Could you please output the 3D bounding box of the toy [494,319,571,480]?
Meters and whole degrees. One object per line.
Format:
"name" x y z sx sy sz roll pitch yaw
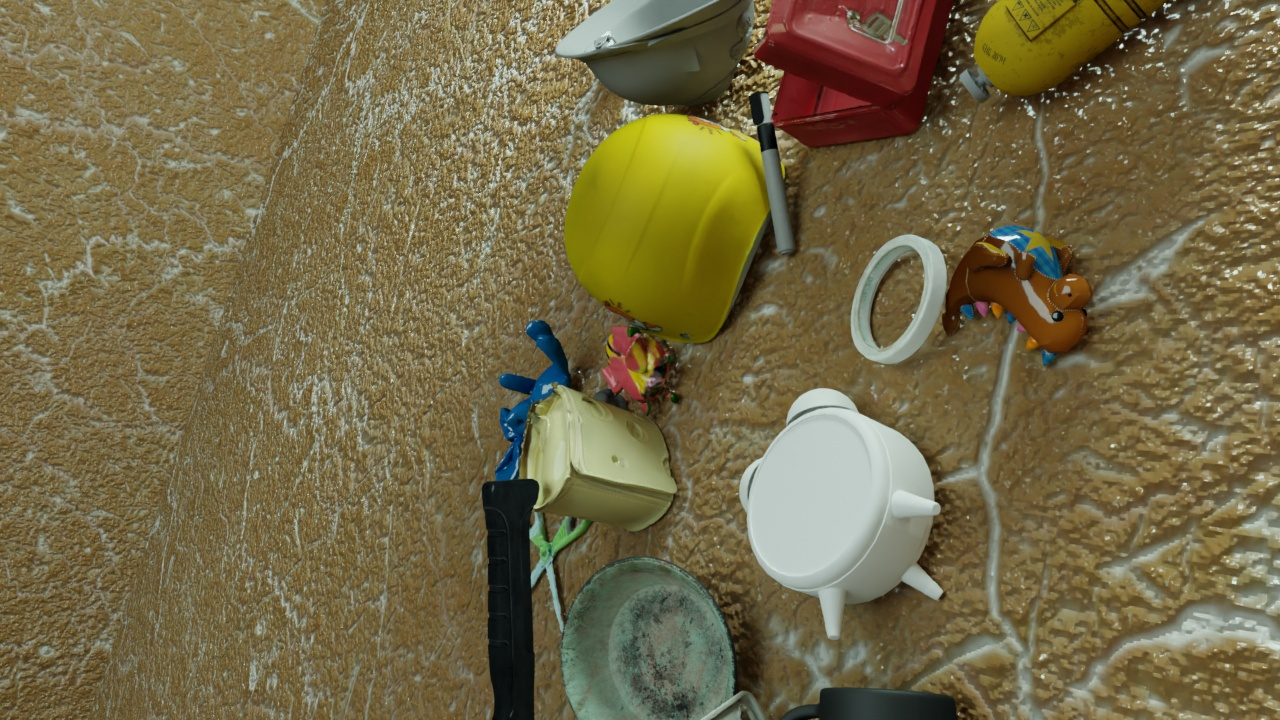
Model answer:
"toy" -0.115 0.042 0.975 0.112 0.071 0.176 48 122 53

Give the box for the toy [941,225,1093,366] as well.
"toy" 0.237 -0.033 0.587 0.090 0.070 0.103 64 147 30

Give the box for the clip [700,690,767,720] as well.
"clip" 0.072 0.292 0.575 0.073 0.124 0.142 -43 68 36

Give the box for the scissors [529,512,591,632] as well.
"scissors" -0.094 0.193 0.921 0.171 0.022 0.174 -57 43 12

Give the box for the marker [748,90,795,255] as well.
"marker" 0.113 -0.160 0.782 0.016 0.016 0.140 -15 83 48

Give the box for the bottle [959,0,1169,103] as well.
"bottle" 0.283 -0.232 0.592 0.164 0.071 0.071 -39 46 35

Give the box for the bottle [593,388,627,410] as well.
"bottle" -0.056 0.073 0.907 0.110 0.036 0.036 -48 41 27

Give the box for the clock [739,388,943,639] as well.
"clock" 0.138 0.100 0.628 0.125 0.072 0.161 -57 31 16

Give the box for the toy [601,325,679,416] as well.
"toy" -0.005 0.005 0.862 0.103 0.046 0.084 20 130 57

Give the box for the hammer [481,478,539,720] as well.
"hammer" -0.101 0.262 0.728 0.025 0.117 0.333 -7 84 47

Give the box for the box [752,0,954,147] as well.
"box" 0.163 -0.265 0.731 0.168 0.154 0.157 144 144 -80

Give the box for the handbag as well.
"handbag" -0.041 0.085 0.812 0.081 0.119 0.111 -38 46 38

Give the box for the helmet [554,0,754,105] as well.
"helmet" 0.042 -0.309 0.912 0.272 0.118 0.183 7 48 48

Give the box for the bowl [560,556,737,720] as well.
"bowl" 0.012 0.231 0.710 0.158 0.038 0.157 -6 79 32

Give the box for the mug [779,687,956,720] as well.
"mug" 0.130 0.242 0.543 0.114 0.078 0.087 -12 63 35

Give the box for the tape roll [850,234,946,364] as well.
"tape roll" 0.182 -0.044 0.655 0.093 0.013 0.093 -166 91 -71

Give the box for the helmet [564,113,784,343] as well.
"helmet" 0.000 -0.138 0.851 0.240 0.139 0.209 27 95 54
